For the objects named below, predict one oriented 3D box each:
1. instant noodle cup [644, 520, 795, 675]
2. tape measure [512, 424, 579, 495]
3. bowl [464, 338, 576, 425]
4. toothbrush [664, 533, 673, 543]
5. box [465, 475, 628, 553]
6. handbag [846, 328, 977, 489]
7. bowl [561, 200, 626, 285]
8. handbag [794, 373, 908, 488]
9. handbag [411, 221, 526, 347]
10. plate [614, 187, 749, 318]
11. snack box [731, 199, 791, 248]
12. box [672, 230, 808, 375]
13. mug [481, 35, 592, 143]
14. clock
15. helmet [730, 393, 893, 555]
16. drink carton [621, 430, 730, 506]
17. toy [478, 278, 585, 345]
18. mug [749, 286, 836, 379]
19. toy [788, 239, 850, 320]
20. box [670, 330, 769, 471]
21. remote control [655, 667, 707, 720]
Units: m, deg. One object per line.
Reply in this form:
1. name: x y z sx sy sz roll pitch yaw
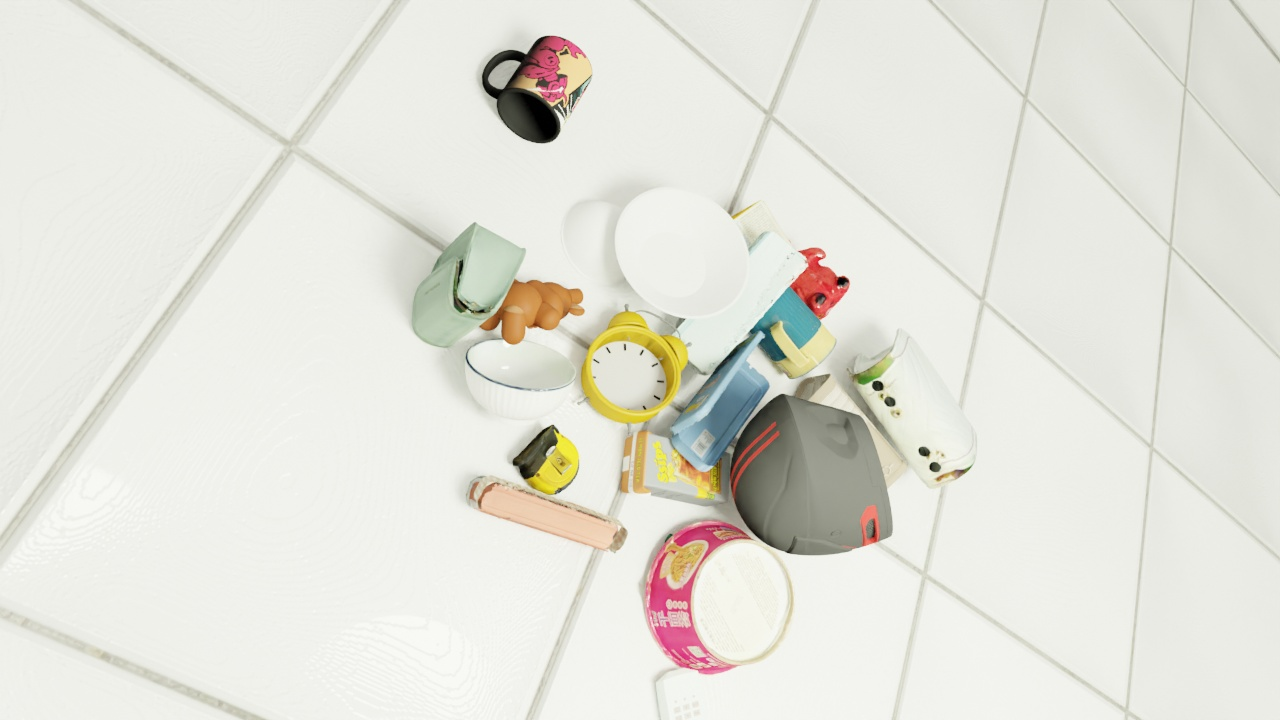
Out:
1. instant noodle cup: 0.101 0.274 1.053 0.178 0.078 0.178 5 80 -26
2. tape measure: -0.097 0.112 1.007 0.064 0.037 0.065 51 55 -10
3. bowl: -0.132 0.029 0.980 0.118 0.118 0.062 -4 119 -34
4. toothbrush: 0.101 0.269 1.107 0.190 0.017 0.016 41 61 -17
5. box: -0.102 0.169 0.997 0.188 0.062 0.058 27 89 -28
6. handbag: 0.377 0.069 1.280 0.198 0.096 0.141 55 28 -4
7. bowl: -0.038 -0.151 1.121 0.109 0.041 0.109 10 71 -31
8. handbag: 0.239 0.149 1.222 0.175 0.062 0.197 48 65 -13
9. handbag: -0.184 -0.077 0.953 0.067 0.122 0.106 30 62 -23
10. plate: 0.046 -0.125 1.116 0.173 0.036 0.173 7 68 -18
11. snack box: 0.137 -0.151 1.226 0.105 0.061 0.083 -38 98 -35
12. box: 0.119 -0.074 1.153 0.083 0.066 0.199 41 84 17
13. mug: -0.130 -0.330 1.097 0.118 0.082 0.098 22 61 4
14. clock: -0.007 0.006 1.081 0.113 0.052 0.151 31 61 -3
15. helmet: 0.192 0.143 1.082 0.170 0.265 0.164 -15 49 4
16. drink carton: 0.042 0.131 1.088 0.124 0.049 0.076 16 68 -29
17. toy: -0.117 -0.060 1.035 0.095 0.065 0.127 36 29 28
18. mug: 0.194 -0.036 1.206 0.107 0.083 0.113 50 19 -11
19. toy: 0.223 -0.107 1.284 0.088 0.094 0.133 -29 66 -9
20. box: 0.113 0.048 1.115 0.074 0.078 0.208 46 41 -3
21. remote control: 0.051 0.419 1.025 0.049 0.024 0.143 -3 76 -34
